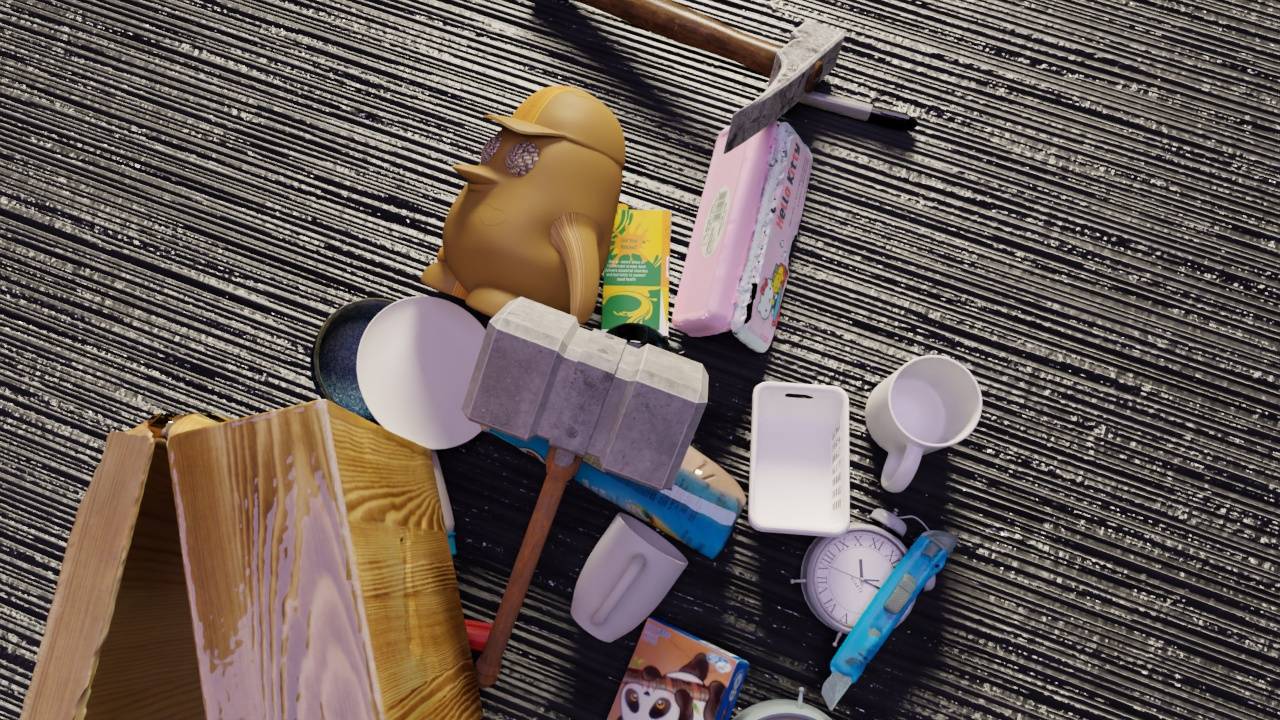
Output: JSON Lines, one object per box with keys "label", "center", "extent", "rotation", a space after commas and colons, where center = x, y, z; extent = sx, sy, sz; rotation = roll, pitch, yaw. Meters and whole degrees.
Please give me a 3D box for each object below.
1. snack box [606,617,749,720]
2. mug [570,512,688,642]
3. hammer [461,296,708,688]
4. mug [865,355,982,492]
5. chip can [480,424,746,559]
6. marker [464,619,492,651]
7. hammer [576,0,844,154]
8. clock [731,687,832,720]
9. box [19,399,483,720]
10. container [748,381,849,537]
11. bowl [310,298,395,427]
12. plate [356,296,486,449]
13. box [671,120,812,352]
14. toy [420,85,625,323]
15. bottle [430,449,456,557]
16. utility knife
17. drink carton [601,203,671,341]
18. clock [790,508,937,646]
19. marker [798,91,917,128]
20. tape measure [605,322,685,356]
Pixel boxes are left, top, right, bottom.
{"label": "snack box", "center": [0.019, 0.296, 0.741], "extent": [0.087, 0.034, 0.151], "rotation": [18, 79, 31]}
{"label": "mug", "center": [-0.017, 0.183, 0.743], "extent": [0.071, 0.107, 0.089], "rotation": [35, 91, 5]}
{"label": "hammer", "center": [-0.078, 0.128, 0.717], "extent": [0.163, 0.082, 0.318], "rotation": [20, 107, -1]}
{"label": "mug", "center": [0.227, 0.057, 0.764], "extent": [0.074, 0.090, 0.110], "rotation": [21, 81, 6]}
{"label": "chip can", "center": [-0.020, 0.079, 0.780], "extent": [0.229, 0.080, 0.079], "rotation": [29, 82, 7]}
{"label": "marker", "center": [-0.199, 0.225, 0.786], "extent": [0.145, 0.021, 0.023], "rotation": [9, 57, 4]}
{"label": "hammer", "center": [0.010, -0.295, 0.826], "extent": [0.301, 0.037, 0.217], "rotation": [28, 46, 16]}
{"label": "clock", "center": [0.110, 0.350, 0.737], "extent": [0.122, 0.045, 0.159], "rotation": [38, 82, 9]}
{"label": "box", "center": [-0.249, 0.161, 0.614], "extent": [0.215, 0.279, 0.257], "rotation": [-12, 79, -1]}
{"label": "container", "center": [0.131, 0.087, 0.773], "extent": [0.081, 0.050, 0.129], "rotation": [4, 66, 3]}
{"label": "bowl", "center": [-0.238, 0.008, 0.801], "extent": [0.114, 0.061, 0.114], "rotation": [12, 70, -37]}
{"label": "plate", "center": [-0.182, 0.011, 0.796], "extent": [0.134, 0.011, 0.134], "rotation": [11, 72, -36]}
{"label": "box", "center": [0.105, -0.110, 0.817], "extent": [0.095, 0.088, 0.201], "rotation": [19, 79, -23]}
{"label": "toy", "center": [-0.089, -0.134, 0.774], "extent": [0.199, 0.162, 0.203], "rotation": [25, 93, 41]}
{"label": "bottle", "center": [-0.188, 0.130, 0.788], "extent": [0.051, 0.051, 0.146], "rotation": [-17, 79, -1]}
{"label": "utility knife", "center": [0.198, 0.206, 0.740], "extent": [0.031, 0.015, 0.173], "rotation": [35, 84, 13]}
{"label": "drink carton", "center": [-0.003, -0.077, 0.825], "extent": [0.058, 0.041, 0.122], "rotation": [1, 80, 3]}
{"label": "clock", "center": [0.193, 0.177, 0.771], "extent": [0.122, 0.035, 0.094], "rotation": [-33, 80, -3]}
{"label": "marker", "center": [0.191, -0.239, 0.857], "extent": [0.138, 0.022, 0.016], "rotation": [16, 85, 4]}
{"label": "tape measure", "center": [-0.005, 0.005, 0.788], "extent": [0.072, 0.072, 0.042], "rotation": [25, 39, -11]}
